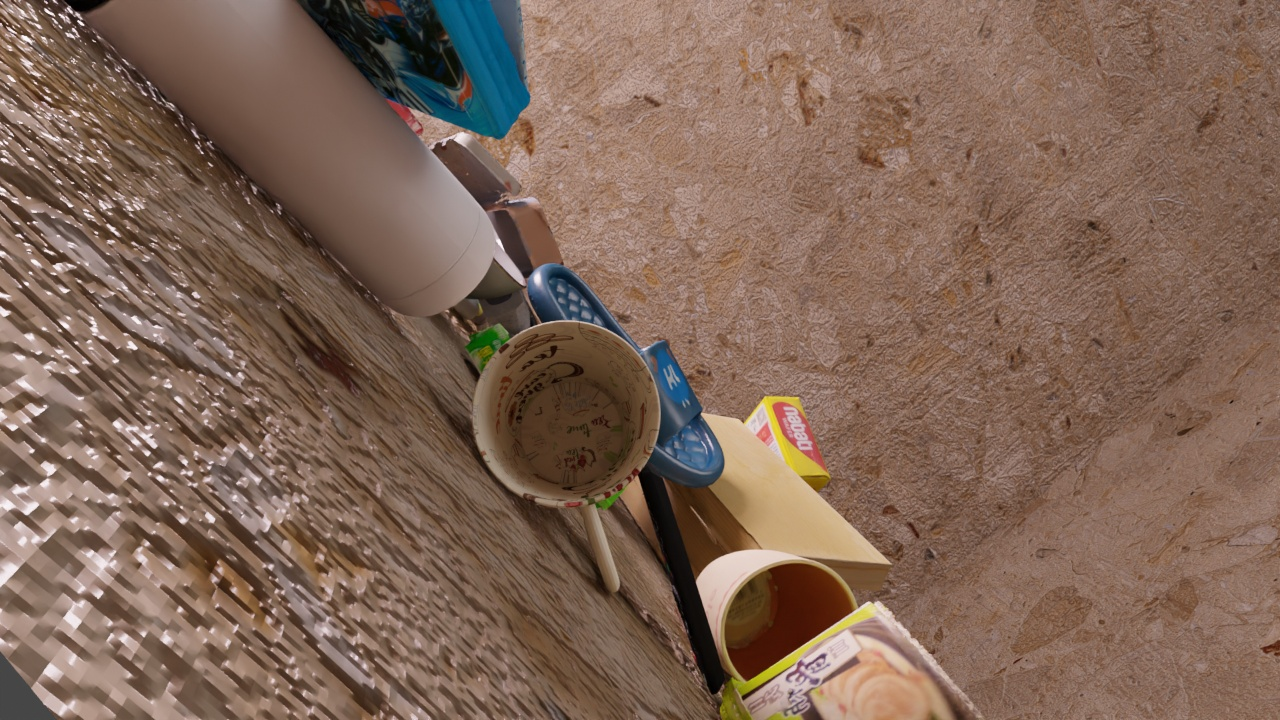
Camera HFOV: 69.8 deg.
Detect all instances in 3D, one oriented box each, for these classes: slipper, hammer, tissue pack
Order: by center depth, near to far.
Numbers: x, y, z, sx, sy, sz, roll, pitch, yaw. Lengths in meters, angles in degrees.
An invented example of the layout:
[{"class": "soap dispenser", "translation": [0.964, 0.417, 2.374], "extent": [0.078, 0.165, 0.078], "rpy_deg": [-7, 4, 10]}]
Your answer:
[{"class": "tissue pack", "translation": [-0.060, 0.032, 0.565], "extent": [0.099, 0.034, 0.114], "rpy_deg": [55, -4, -38]}, {"class": "slipper", "translation": [-0.004, 0.004, 0.703], "extent": [0.213, 0.059, 0.103], "rpy_deg": [51, 23, 9]}, {"class": "hammer", "translation": [-0.102, -0.024, 0.812], "extent": [0.313, 0.035, 0.139], "rpy_deg": [89, -22, -81]}]

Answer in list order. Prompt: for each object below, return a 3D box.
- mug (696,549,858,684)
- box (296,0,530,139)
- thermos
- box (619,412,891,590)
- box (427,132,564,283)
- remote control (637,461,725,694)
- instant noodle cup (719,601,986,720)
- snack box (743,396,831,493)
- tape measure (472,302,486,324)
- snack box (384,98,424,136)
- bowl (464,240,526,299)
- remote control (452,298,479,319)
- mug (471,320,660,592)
[{"class": "mug", "translation": [0.078, 0.172, 0.567], "extent": [0.104, 0.085, 0.111], "rpy_deg": [162, -84, -77]}, {"class": "box", "translation": [-0.157, -0.184, 0.424], "extent": [0.243, 0.066, 0.091], "rpy_deg": [25, -17, 22]}, {"class": "thermos", "translation": [-0.138, -0.109, 0.380], "extent": [0.101, 0.068, 0.230], "rpy_deg": [2, -33, 35]}, {"class": "box", "translation": [0.066, 0.133, 0.769], "extent": [0.141, 0.148, 0.248], "rpy_deg": [38, 4, -33]}, {"class": "box", "translation": [-0.162, -0.142, 0.883], "extent": [0.157, 0.063, 0.217], "rpy_deg": [49, -18, -24]}, {"class": "remote control", "translation": [0.020, 0.109, 0.470], "extent": [0.039, 0.010, 0.125], "rpy_deg": [-134, -154, -75]}, {"class": "instant noodle cup", "translation": [0.118, 0.192, 0.443], "extent": [0.146, 0.098, 0.146], "rpy_deg": [51, -1, 1]}, {"class": "snack box", "translation": [0.108, 0.130, 0.911], "extent": [0.201, 0.042, 0.092], "rpy_deg": [121, -38, -45]}, {"class": "tape measure", "translation": [-0.154, -0.061, 0.803], "extent": [0.065, 0.017, 0.064], "rpy_deg": [50, -1, -2]}, {"class": "snack box", "translation": [-0.235, -0.211, 0.572], "extent": [0.273, 0.076, 0.044], "rpy_deg": [50, 2, 25]}, {"class": "bowl", "translation": [-0.145, -0.088, 0.607], "extent": [0.150, 0.057, 0.150], "rpy_deg": [48, 1, -1]}, {"class": "remote control", "translation": [-0.171, -0.087, 0.743], "extent": [0.133, 0.022, 0.050], "rpy_deg": [50, -1, 31]}, {"class": "mug", "translation": [-0.028, 0.049, 0.436], "extent": [0.097, 0.081, 0.122], "rpy_deg": [105, -33, -80]}]
